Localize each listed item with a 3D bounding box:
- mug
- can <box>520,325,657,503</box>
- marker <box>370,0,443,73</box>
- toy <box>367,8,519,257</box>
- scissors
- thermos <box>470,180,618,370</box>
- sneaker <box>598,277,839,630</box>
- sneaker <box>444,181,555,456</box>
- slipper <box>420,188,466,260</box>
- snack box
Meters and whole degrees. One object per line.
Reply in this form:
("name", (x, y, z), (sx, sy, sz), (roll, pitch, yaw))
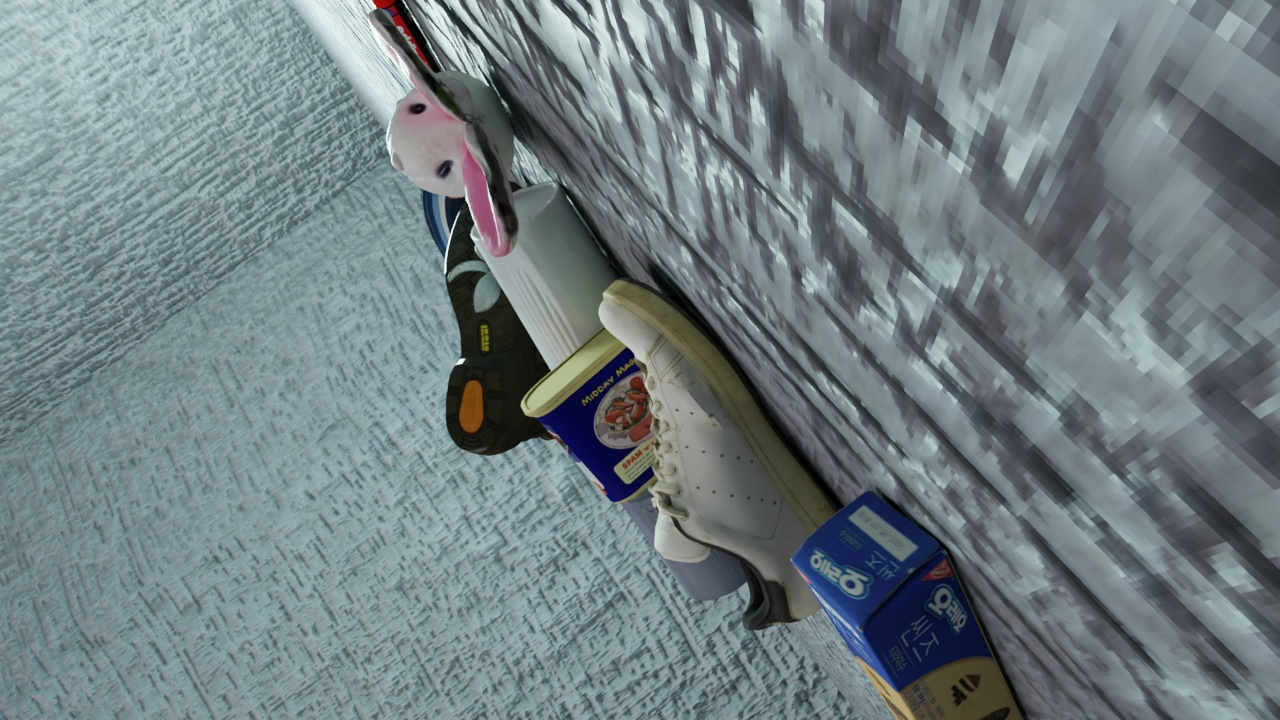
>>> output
("mug", (0.058, 0.116, 0.717), (0.104, 0.124, 0.083), (55, -149, -18))
("can", (-0.008, 0.029, 0.632), (0.092, 0.116, 0.056), (50, 176, -17))
("marker", (-0.180, -0.253, 0.696), (0.023, 0.021, 0.145), (18, 164, 17))
("toy", (-0.126, -0.146, 0.615), (0.159, 0.084, 0.194), (61, 173, -12))
("scissors", (-0.096, -0.089, 0.722), (0.155, 0.019, 0.124), (2, -114, -47))
("thermos", (-0.038, -0.026, 0.694), (0.220, 0.099, 0.099), (60, 172, -30))
("sneaker", (0.035, 0.065, 0.564), (0.241, 0.102, 0.089), (53, 175, -5))
("sneaker", (-0.091, -0.035, 0.815), (0.101, 0.238, 0.142), (-2, 174, 37))
("slipper", (-0.165, -0.140, 1.008), (0.095, 0.104, 0.253), (8, 145, 12))
("snack box", (0.146, 0.155, 0.477), (0.207, 0.057, 0.056), (55, 173, -37))
